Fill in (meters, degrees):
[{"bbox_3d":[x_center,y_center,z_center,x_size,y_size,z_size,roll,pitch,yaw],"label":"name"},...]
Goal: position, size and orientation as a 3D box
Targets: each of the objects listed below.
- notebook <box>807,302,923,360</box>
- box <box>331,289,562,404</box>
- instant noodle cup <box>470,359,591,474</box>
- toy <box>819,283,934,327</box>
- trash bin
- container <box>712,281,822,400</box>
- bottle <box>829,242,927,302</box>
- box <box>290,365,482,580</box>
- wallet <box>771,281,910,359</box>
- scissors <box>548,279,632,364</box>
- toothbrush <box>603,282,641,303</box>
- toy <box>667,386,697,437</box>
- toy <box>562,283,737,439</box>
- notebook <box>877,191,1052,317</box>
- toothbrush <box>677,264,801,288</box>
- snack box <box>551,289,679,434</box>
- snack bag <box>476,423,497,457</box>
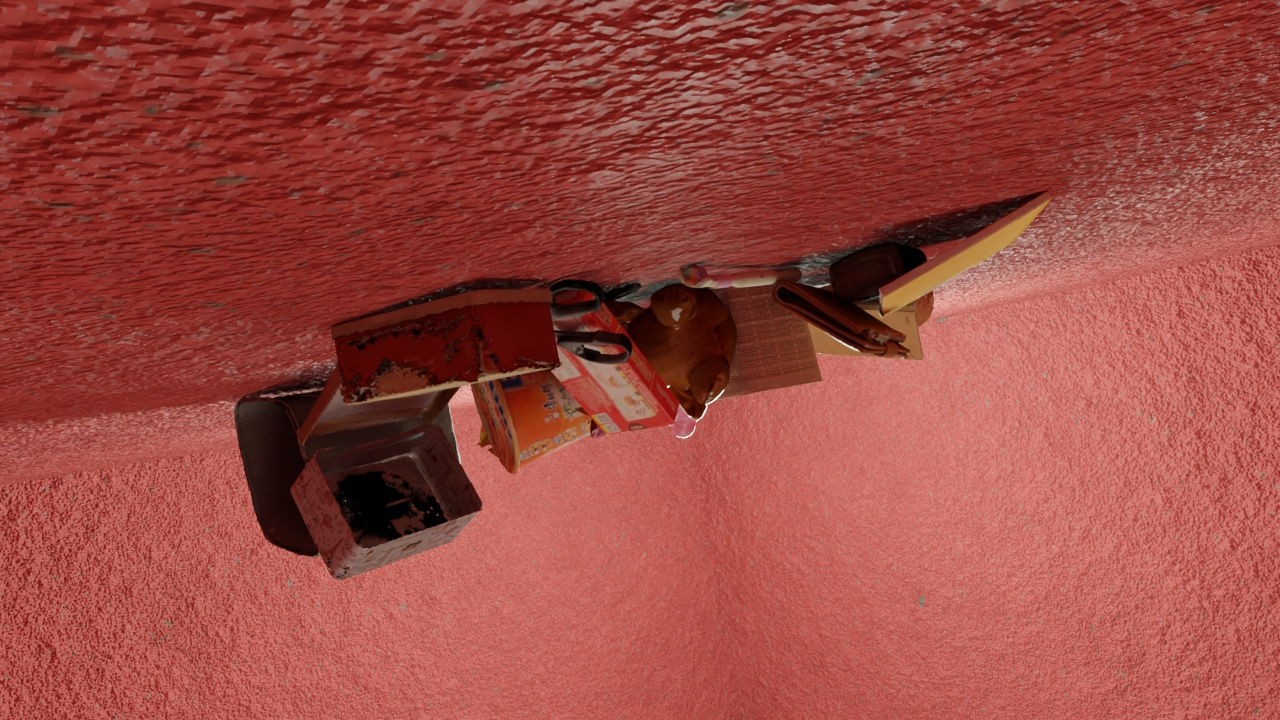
[{"bbox_3d":[0.202,-0.034,1.022,0.212,0.012,0.149,4,162,22],"label":"notebook"},{"bbox_3d":[-0.147,-0.001,0.686,0.169,0.077,0.091,-11,178,35],"label":"box"},{"bbox_3d":[-0.112,0.035,0.995,0.111,0.151,0.152,-18,180,-20],"label":"instant noodle cup"},{"bbox_3d":[0.233,-0.057,1.093,0.226,0.082,0.143,-9,163,20],"label":"toy"},{"bbox_3d":[-0.372,0.118,1.186,0.219,0.198,0.199,-18,-169,-42],"label":"trash bin"},{"bbox_3d":[0.117,-0.023,0.922,0.089,0.111,0.090,-10,177,-15],"label":"container"},{"bbox_3d":[0.243,-0.083,0.896,0.080,0.044,0.194,-19,175,26],"label":"bottle"},{"bbox_3d":[-0.261,0.116,1.018,0.180,0.158,0.206,-8,145,-51],"label":"box"},{"bbox_3d":[0.193,-0.037,0.860,0.108,0.031,0.131,36,-162,27],"label":"wallet"},{"bbox_3d":[-0.085,-0.023,0.730,0.165,0.014,0.164,27,141,-9],"label":"scissors"},{"bbox_3d":[-0.049,-0.046,0.833,0.015,0.018,0.181,-5,173,-33],"label":"toothbrush"},{"bbox_3d":[0.063,0.001,1.160,0.195,0.178,0.074,-42,-150,16],"label":"toy"},{"bbox_3d":[-0.005,0.005,0.874,0.200,0.140,0.130,-18,-169,39],"label":"toy"},{"bbox_3d":[0.274,-0.084,0.802,0.146,0.010,0.206,-31,171,12],"label":"notebook"},{"bbox_3d":[0.095,-0.074,0.799,0.029,0.020,0.189,24,-162,32],"label":"toothbrush"},{"bbox_3d":[-0.036,0.004,0.773,0.075,0.153,0.025,-13,-138,32],"label":"snack box"},{"bbox_3d":[-0.114,0.037,1.147,0.129,0.073,0.207,-14,-154,39],"label":"snack bag"}]
